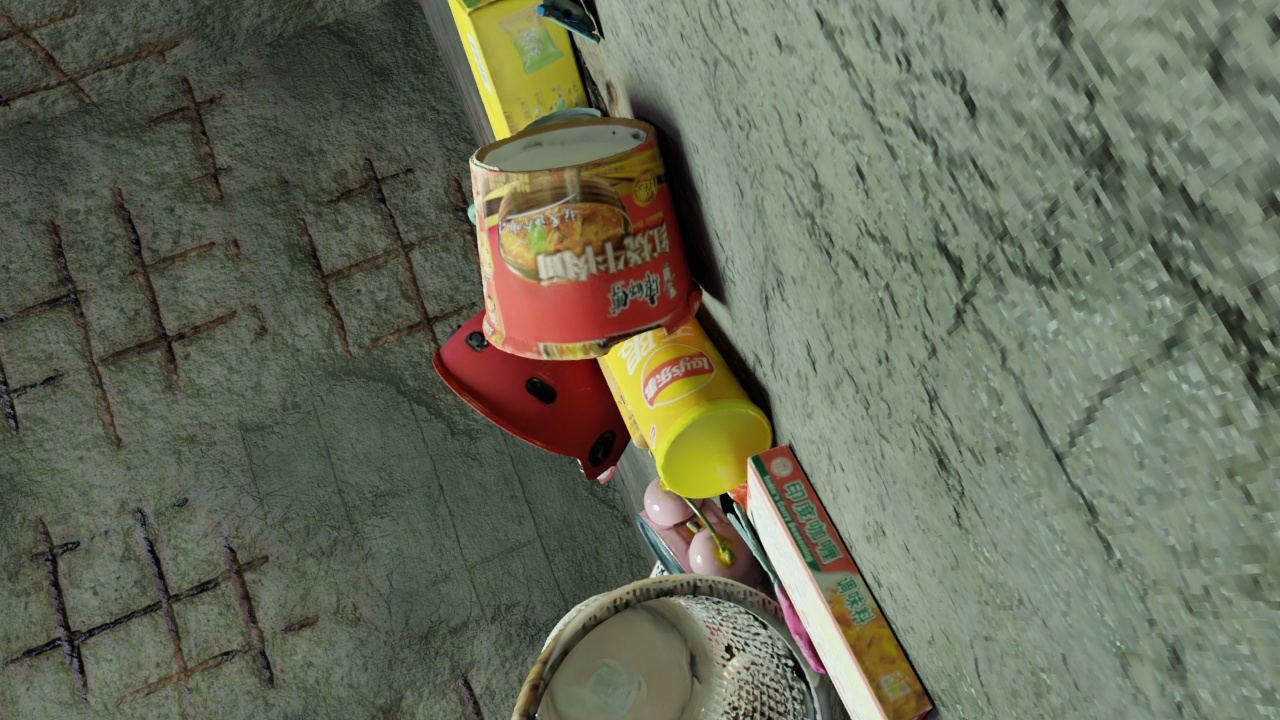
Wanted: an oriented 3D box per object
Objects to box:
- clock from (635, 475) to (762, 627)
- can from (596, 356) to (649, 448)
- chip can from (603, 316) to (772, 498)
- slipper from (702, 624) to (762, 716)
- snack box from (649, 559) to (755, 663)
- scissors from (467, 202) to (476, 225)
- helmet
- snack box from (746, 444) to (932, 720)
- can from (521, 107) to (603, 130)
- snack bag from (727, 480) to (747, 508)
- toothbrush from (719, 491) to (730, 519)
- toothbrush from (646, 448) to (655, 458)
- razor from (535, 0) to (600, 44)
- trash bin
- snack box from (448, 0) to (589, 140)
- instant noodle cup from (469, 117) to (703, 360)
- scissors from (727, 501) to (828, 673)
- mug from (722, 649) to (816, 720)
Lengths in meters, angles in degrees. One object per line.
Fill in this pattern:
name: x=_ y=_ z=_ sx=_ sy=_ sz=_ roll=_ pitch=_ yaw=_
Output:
clock: x=0.049 y=0.155 z=0.775 sx=0.117 sy=0.059 sz=0.159 roll=48 pitch=167 yaw=32
can: x=-0.005 y=0.005 z=0.823 sx=0.058 sy=0.058 sz=0.146 roll=81 pitch=165 yaw=-63
chip can: x=0.012 y=-0.006 z=0.609 sx=0.213 sy=0.072 sz=0.072 roll=-118 pitch=9 yaw=-49
slipper: x=0.087 y=0.291 z=0.938 sx=0.092 sy=0.081 sz=0.190 roll=121 pitch=154 yaw=-66
snack box: x=0.048 y=0.235 z=0.893 sx=0.127 sy=0.044 sz=0.113 roll=-67 pitch=24 yaw=17
scissors: x=-0.091 y=-0.095 z=0.910 sx=0.170 sy=0.019 sz=0.179 roll=24 pitch=159 yaw=2
helmet: x=-0.088 y=0.010 z=0.914 sx=0.207 sy=0.144 sz=0.240 roll=35 pitch=177 yaw=17
snack box: x=0.102 y=0.129 z=0.503 sx=0.077 sy=0.027 sz=0.155 roll=80 pitch=167 yaw=-58
can: x=-0.047 y=-0.133 z=0.688 sx=0.066 sy=0.066 sz=0.094 roll=-121 pitch=11 yaw=-54
snack bag: x=0.057 y=0.056 z=0.632 sx=0.048 sy=0.026 sz=0.104 roll=94 pitch=155 yaw=-60
toothbrush: x=0.072 y=0.129 z=0.790 sx=0.190 sy=0.016 sz=0.014 roll=77 pitch=174 yaw=-57
toothbrush: x=0.029 y=0.110 z=1.007 sx=0.017 sy=0.012 sz=0.186 roll=56 pitch=172 yaw=-5
razor: x=-0.058 y=-0.251 z=0.609 sx=0.042 sy=0.022 sz=0.142 roll=20 pitch=-151 yaw=-32
trash bin: x=0.006 y=0.260 z=0.680 sx=0.192 sy=0.227 sz=0.227 roll=161 pitch=87 yaw=-76
snack box: x=-0.090 y=-0.213 z=0.763 sx=0.157 sy=0.070 sz=0.210 roll=-121 pitch=11 yaw=-54
instant noodle cup: x=-0.038 y=-0.079 z=0.548 sx=0.138 sy=0.138 sz=0.109 roll=-123 pitch=21 yaw=-61
scissors: x=0.088 y=0.144 z=0.575 sx=0.133 sy=0.017 sz=0.135 roll=55 pitch=-172 yaw=-27
mug: x=0.106 y=0.299 z=0.819 sx=0.123 sy=0.078 sz=0.078 roll=92 pitch=156 yaw=-85
